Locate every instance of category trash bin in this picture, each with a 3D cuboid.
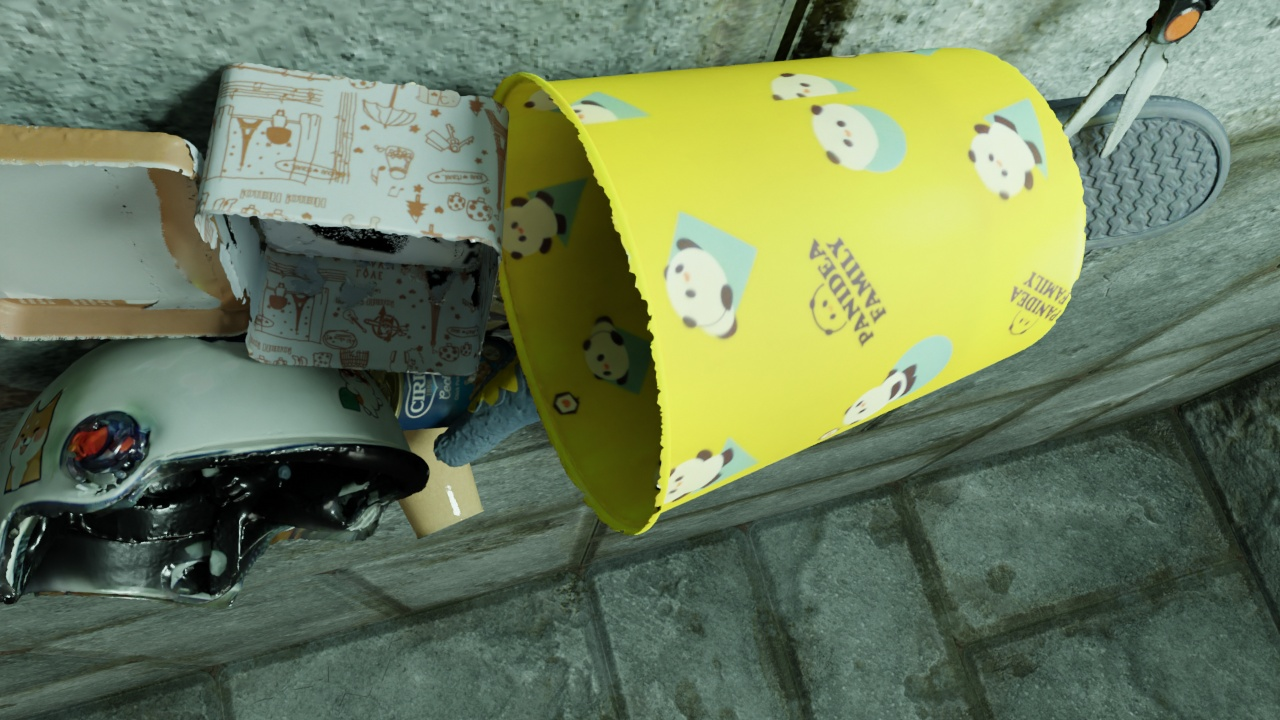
[{"bbox_3d":[0.073,-0.055,0.495,0.255,0.229,0.230,-16,164,-19],"label":"trash bin"}]

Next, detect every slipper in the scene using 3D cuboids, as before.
[{"bbox_3d":[0.253,-0.136,0.636,0.268,0.083,0.111,-6,134,15],"label":"slipper"}]

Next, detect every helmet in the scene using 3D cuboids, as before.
[{"bbox_3d":[-0.286,0.055,0.600,0.274,0.156,0.230,-29,158,15],"label":"helmet"}]

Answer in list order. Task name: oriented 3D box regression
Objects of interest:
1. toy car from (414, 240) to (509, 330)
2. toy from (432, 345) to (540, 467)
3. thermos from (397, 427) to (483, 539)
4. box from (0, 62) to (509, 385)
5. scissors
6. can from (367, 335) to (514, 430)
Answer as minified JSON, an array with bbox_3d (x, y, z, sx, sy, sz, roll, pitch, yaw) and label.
[{"bbox_3d":[-0.104,-0.048,0.642,0.070,0.042,0.158,-26,163,30],"label":"toy car"},{"bbox_3d":[0.011,-0.001,0.685,0.356,0.091,0.138,-9,125,-3],"label":"toy"},{"bbox_3d":[-0.192,0.077,0.796,0.093,0.143,0.093,-22,175,-2],"label":"thermos"},{"bbox_3d":[-0.203,-0.059,0.450,0.260,0.082,0.177,2,158,-13],"label":"box"},{"bbox_3d":[0.282,-0.198,0.475,0.204,0.021,0.225,19,130,-45],"label":"scissors"},{"bbox_3d":[-0.158,0.017,0.730,0.111,0.075,0.076,-1,157,-41],"label":"can"}]
